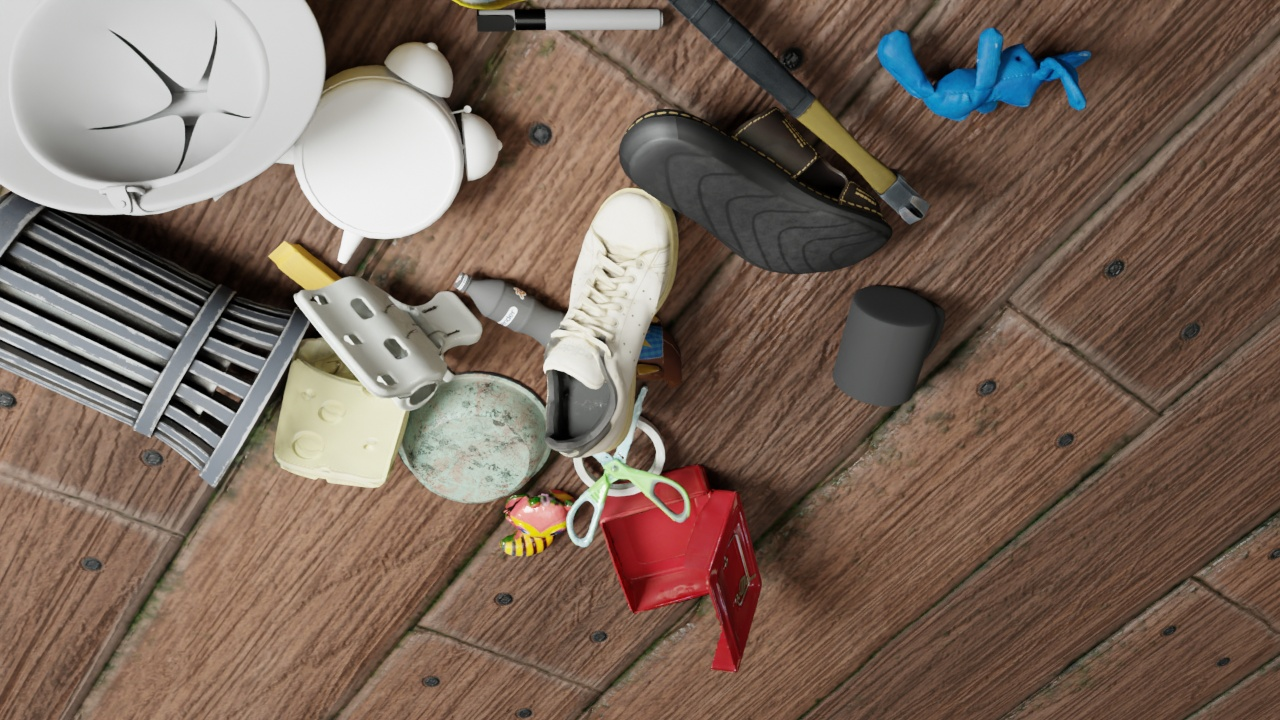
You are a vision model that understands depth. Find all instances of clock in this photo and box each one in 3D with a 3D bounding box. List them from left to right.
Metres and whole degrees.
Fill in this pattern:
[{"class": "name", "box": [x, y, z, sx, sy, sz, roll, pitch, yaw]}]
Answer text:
[{"class": "clock", "box": [-0.201, -0.166, 0.718, 0.161, 0.072, 0.125, -31, 122, 5]}]

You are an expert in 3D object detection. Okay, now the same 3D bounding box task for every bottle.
[{"class": "bottle", "box": [-0.114, -0.047, 0.821, 0.110, 0.036, 0.036, 28, 116, -23]}]

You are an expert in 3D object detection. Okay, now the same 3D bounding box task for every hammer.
[{"class": "hammer", "box": [0.106, -0.214, 0.705, 0.333, 0.117, 0.025, 36, 110, -21]}]

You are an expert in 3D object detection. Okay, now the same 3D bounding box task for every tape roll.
[{"class": "tape roll", "box": [-0.022, 0.095, 0.932, 0.093, 0.013, 0.093, -1, 114, -3]}]

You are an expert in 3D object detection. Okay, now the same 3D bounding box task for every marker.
[{"class": "marker", "box": [-0.053, -0.260, 0.699, 0.140, 0.016, 0.016, -3, 124, -6]}]

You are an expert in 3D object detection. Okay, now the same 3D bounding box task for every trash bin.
[{"class": "trash bin", "box": [-0.407, -0.023, 0.729, 0.227, 0.164, 0.165, 30, 115, -20]}]

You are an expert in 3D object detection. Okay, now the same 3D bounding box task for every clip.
[{"class": "clip", "box": [-0.205, -0.017, 0.773, 0.073, 0.124, 0.142, -49, 161, 23]}]

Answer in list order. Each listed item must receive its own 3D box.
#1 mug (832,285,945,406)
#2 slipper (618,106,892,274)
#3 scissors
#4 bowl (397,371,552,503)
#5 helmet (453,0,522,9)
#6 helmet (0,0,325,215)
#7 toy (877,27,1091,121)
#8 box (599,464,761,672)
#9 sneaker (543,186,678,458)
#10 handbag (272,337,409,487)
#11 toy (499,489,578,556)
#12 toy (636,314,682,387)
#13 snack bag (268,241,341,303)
[{"class": "mug", "box": [0.244, -0.019, 0.872, 0.113, 0.078, 0.088, -15, 129, -30]}, {"class": "slipper", "box": [0.100, -0.146, 0.763, 0.267, 0.075, 0.113, 19, 144, -30]}, {"class": "scissors", "box": [-0.027, 0.108, 0.902, 0.171, 0.022, 0.174, 39, 98, 6]}, {"class": "bowl", "box": [-0.163, 0.086, 0.902, 0.157, 0.038, 0.158, -3, 124, -5]}, {"class": "helmet", "box": [-0.077, -0.345, 0.569, 0.239, 0.139, 0.209, -23, 132, -18]}, {"class": "helmet", "box": [-0.329, -0.190, 0.652, 0.271, 0.117, 0.183, -2, 92, 8]}, {"class": "toy", "box": [0.275, -0.224, 0.722, 0.176, 0.112, 0.071, 3, 109, 1]}, {"class": "box", "box": [0.035, 0.210, 0.970, 0.169, 0.153, 0.157, 3, 127, 27]}, {"class": "sneaker", "box": [-0.039, -0.027, 0.772, 0.089, 0.102, 0.242, 18, 106, 22]}, {"class": "handbag", "box": [-0.268, 0.049, 0.836, 0.111, 0.081, 0.119, 10, 121, -22]}, {"class": "toy", "box": [-0.107, 0.168, 0.962, 0.084, 0.046, 0.104, 0, 137, -35]}, {"class": "toy", "box": [-0.005, 0.005, 0.874, 0.090, 0.070, 0.103, -10, 148, 14]}, {"class": "snack bag", "box": [-0.275, -0.066, 0.797, 0.026, 0.020, 0.099, -41, 120, 12]}]
